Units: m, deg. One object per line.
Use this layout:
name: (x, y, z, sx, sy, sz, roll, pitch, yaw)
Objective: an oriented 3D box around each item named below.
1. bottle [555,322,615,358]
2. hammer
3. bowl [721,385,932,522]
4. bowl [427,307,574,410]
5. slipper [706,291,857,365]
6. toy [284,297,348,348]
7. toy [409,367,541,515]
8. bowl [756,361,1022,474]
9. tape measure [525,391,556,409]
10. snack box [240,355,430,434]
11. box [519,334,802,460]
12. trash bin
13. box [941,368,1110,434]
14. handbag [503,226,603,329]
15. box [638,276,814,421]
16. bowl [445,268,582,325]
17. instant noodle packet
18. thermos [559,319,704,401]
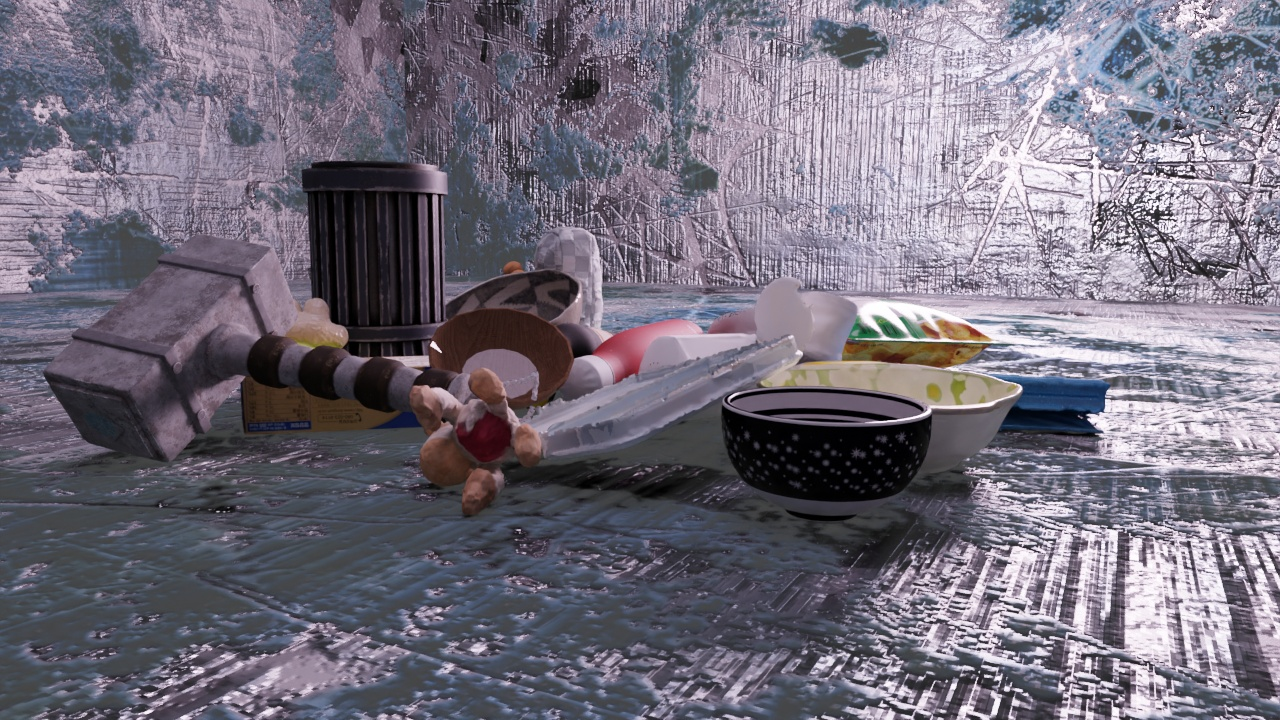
bottle: (-0.068, -0.007, 0.910, 0.059, 0.059, 0.181, 4, -2, 21)
hammer: (-0.233, 0.008, 0.661, 0.326, 0.080, 0.176, 11, 45, 14)
bowl: (0.107, 0.057, 0.541, 0.120, 0.066, 0.120, 0, 8, 0)
bowl: (-0.114, 0.004, 0.750, 0.118, 0.030, 0.117, 6, 41, -6)
slipper: (0.135, -0.010, 0.928, 0.112, 0.074, 0.247, 32, -16, -13)
toy: (-0.304, -0.003, 0.825, 0.092, 0.115, 0.046, -3, -21, -9)
toy: (-0.115, 0.049, 0.579, 0.074, 0.085, 0.106, -41, 8, -27)
bowl: (0.180, 0.043, 0.680, 0.188, 0.060, 0.219, -1, 7, -7)
tape measure: (-0.117, 0.025, 0.860, 0.065, 0.037, 0.064, 16, 5, 9)
snack box: (-0.226, 0.028, 0.781, 0.206, 0.057, 0.056, -1, 12, -15)
box: (-0.006, 0.031, 0.666, 0.189, 0.037, 0.208, -18, 3, 43)
trash bin: (-0.263, -0.080, 0.922, 0.164, 0.227, 0.164, 0, 8, 0)
box: (0.284, 0.039, 0.822, 0.232, 0.052, 0.093, 3, -8, 13)
handbag: (-0.113, -0.085, 1.178, 0.123, 0.171, 0.112, -2, 8, -18)
box: (0.071, -0.009, 0.796, 0.106, 0.151, 0.080, -3, 49, -36)
bowl: (-0.145, -0.033, 1.063, 0.178, 0.081, 0.178, -11, 32, 7)
instant noodle packet: (0.265, -0.026, 1.064, 0.195, 0.090, 0.253, 1, 3, -18)
thermos: (-0.005, 0.005, 0.889, 0.073, 0.073, 0.239, 4, 9, 25)
